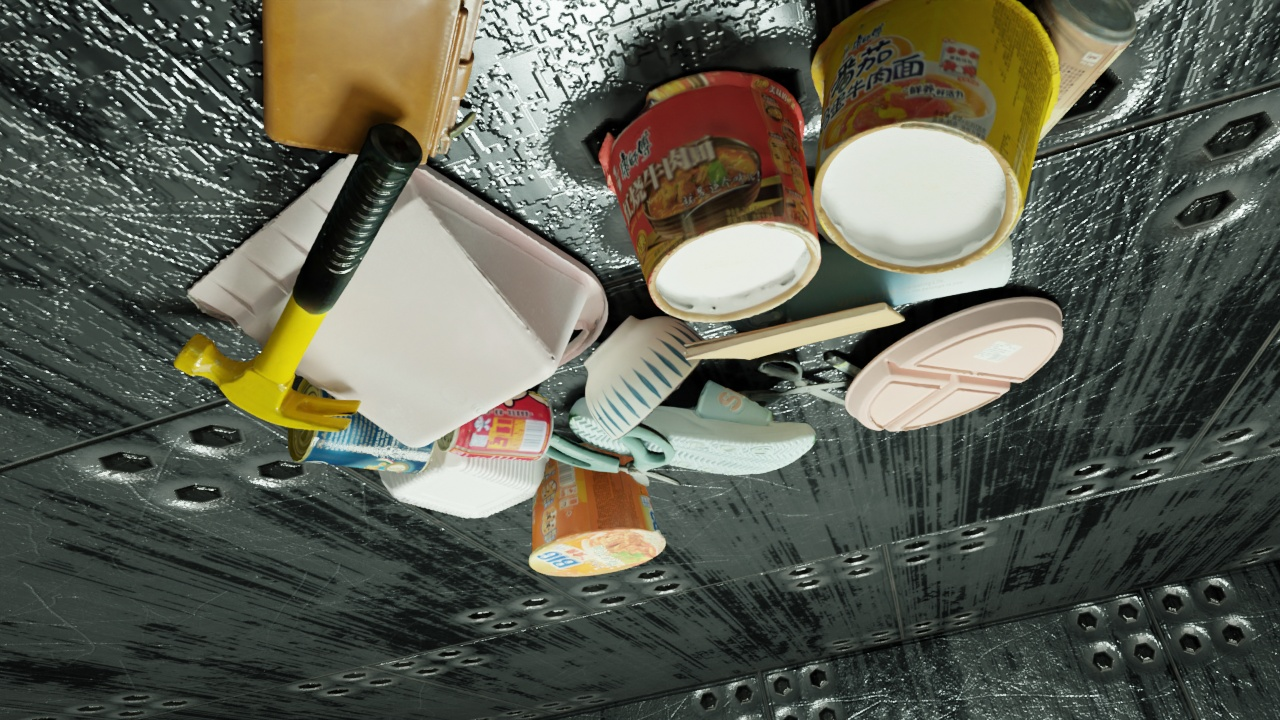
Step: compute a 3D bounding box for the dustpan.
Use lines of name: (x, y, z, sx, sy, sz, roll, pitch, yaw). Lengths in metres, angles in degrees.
dustpan: (-0.162, -0.049, 0.711, 0.223, 0.138, 0.273, -25, 120, 29)

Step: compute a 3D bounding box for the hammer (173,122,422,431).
hammer: (-0.213, -0.042, 0.601, 0.128, 0.032, 0.302, 32, 134, -15)

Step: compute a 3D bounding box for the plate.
plate: (0.321, 0.013, 0.932, 0.229, 0.028, 0.230, -14, 151, -8)

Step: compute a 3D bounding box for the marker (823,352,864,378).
marker: (0.228, 0.012, 0.945, 0.124, 0.015, 0.018, 22, 138, -40)

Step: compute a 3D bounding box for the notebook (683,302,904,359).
notebook: (0.135, -0.022, 0.753, 0.150, 0.012, 0.211, -13, 176, 19)

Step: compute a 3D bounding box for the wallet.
wallet: (-0.139, -0.158, 0.491, 0.119, 0.035, 0.131, 2, 151, -22)

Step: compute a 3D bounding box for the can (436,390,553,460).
can: (-0.136, 0.058, 0.852, 0.093, 0.066, 0.067, 7, 147, -29)

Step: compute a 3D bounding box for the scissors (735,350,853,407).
scissors: (0.167, 0.025, 0.936, 0.181, 0.014, 0.159, -12, 152, 11)

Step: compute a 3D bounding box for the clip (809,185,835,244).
clip: (0.134, -0.111, 0.688, 0.056, 0.027, 0.024, 30, 131, -35)

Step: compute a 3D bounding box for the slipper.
slipper: (0.051, 0.062, 0.922, 0.245, 0.074, 0.104, 8, 155, -1)

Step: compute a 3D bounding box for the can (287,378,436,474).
can: (-0.242, 0.058, 0.808, 0.111, 0.075, 0.076, 12, 144, -36)

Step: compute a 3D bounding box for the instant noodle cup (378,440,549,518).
instant noodle cup: (-0.181, 0.113, 0.947, 0.138, 0.060, 0.173, -26, 149, 26)

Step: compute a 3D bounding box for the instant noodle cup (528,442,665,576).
instant noodle cup: (-0.055, 0.165, 1.026, 0.151, 0.111, 0.152, -8, 151, -4)

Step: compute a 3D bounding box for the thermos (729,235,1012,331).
thermos: (0.174, -0.068, 0.721, 0.220, 0.070, 0.070, -11, 152, -1)

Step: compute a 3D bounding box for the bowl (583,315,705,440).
bowl: (-0.005, 0.005, 0.777, 0.066, 0.116, 0.117, 45, 133, -4)

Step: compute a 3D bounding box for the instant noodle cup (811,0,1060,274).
instant noodle cup: (0.161, -0.124, 0.522, 0.138, 0.109, 0.138, 14, 145, 10)

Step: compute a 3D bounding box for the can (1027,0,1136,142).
can: (0.241, -0.173, 0.563, 0.058, 0.058, 0.117, 0, 150, -19)

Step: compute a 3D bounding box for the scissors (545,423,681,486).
scissors: (-0.038, 0.092, 0.912, 0.181, 0.019, 0.170, 6, 155, 11)

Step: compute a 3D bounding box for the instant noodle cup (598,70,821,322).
instant noodle cup: (0.052, -0.096, 0.589, 0.138, 0.108, 0.138, -8, 152, -5)
